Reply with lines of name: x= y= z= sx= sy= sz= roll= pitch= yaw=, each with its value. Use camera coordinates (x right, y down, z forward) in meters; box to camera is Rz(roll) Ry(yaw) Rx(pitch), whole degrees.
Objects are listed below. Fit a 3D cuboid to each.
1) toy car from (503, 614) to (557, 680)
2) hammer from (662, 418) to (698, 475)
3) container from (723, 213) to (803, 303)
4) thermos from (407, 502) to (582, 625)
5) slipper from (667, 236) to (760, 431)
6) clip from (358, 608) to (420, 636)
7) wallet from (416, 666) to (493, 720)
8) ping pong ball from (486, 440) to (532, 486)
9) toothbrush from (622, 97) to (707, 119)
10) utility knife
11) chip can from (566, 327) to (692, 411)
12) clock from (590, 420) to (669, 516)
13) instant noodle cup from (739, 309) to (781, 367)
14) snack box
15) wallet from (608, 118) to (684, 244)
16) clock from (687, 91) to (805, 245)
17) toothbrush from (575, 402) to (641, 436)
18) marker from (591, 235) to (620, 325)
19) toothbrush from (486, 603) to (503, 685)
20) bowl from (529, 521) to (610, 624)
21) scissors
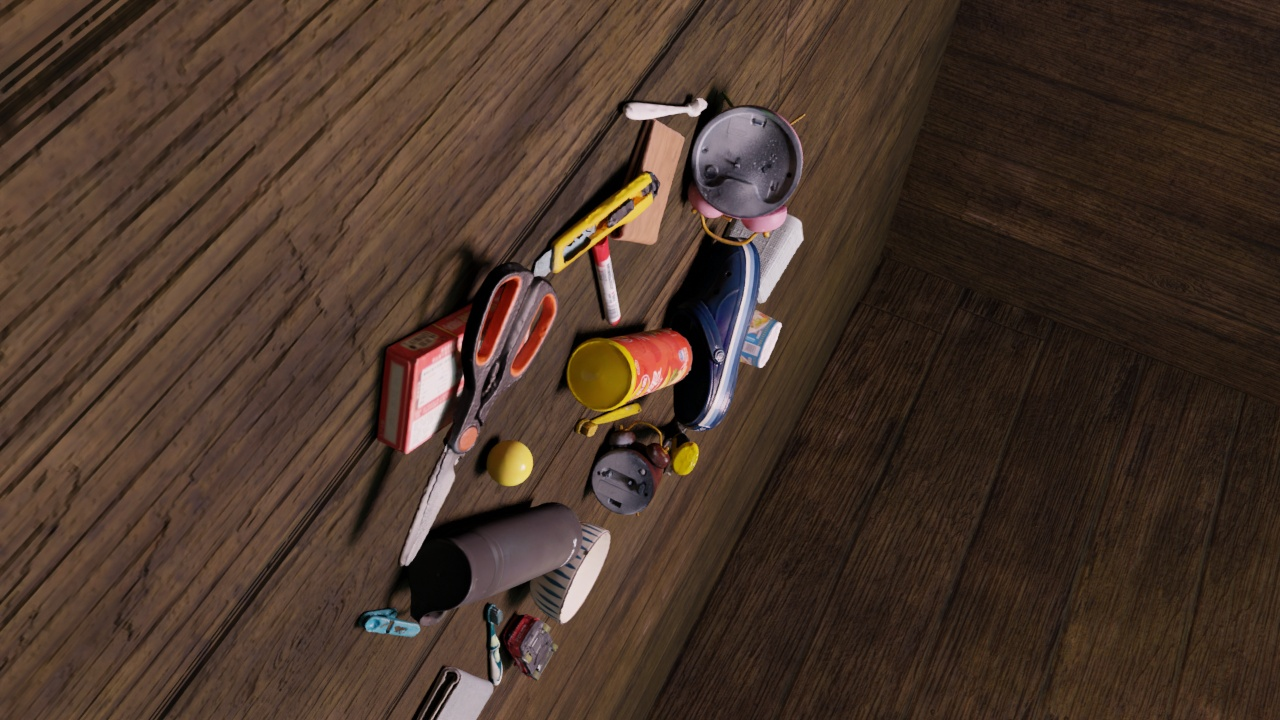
toy car: x=-0.133 y=0.342 z=1.101 sx=0.052 sy=0.045 sz=0.121 roll=-54 pitch=156 yaw=-29
hammer: x=0.055 y=0.118 z=1.275 sx=0.323 sy=0.032 sz=0.126 roll=-70 pitch=-175 yaw=-87
container: x=0.157 y=-0.149 z=1.259 sx=0.111 sy=0.090 sz=0.090 roll=-61 pitch=163 yaw=-5
thermos: x=-0.134 y=0.185 z=0.849 sx=0.090 sy=0.068 sz=0.242 roll=-52 pitch=164 yaw=9
slipper: x=0.077 y=-0.038 z=1.162 sx=0.095 sy=0.105 sz=0.252 roll=15 pitch=84 yaw=-33
clip: x=-0.202 y=0.207 z=0.727 sx=0.055 sy=0.034 sz=0.013 roll=34 pitch=79 yaw=-58
wallet: x=-0.199 y=0.379 z=0.958 sx=0.106 sy=0.037 sz=0.130 roll=-61 pitch=163 yaw=-19
ping pong ball: x=-0.115 y=0.090 z=0.803 sx=0.040 sy=0.040 sz=0.040 roll=-57 pitch=162 yaw=-30
toothbrush: x=0.025 y=-0.229 z=0.833 sx=0.016 sy=0.016 sz=0.179 roll=-32 pitch=180 yaw=28
utility knife: x=-0.034 y=-0.114 z=0.782 sx=0.176 sy=0.015 sz=0.033 roll=-44 pitch=140 yaw=-35
chip can: x=-0.006 y=0.006 z=0.981 sx=0.073 sy=0.073 sz=0.216 roll=-69 pitch=165 yaw=11
clock: x=-0.011 y=0.132 z=1.129 sx=0.122 sy=0.082 sz=0.055 roll=-70 pitch=168 yaw=18
instant noodle cup: x=0.134 y=-0.042 z=1.295 sx=0.099 sy=0.110 sz=0.099 roll=-55 pitch=161 yaw=-30
snack box: x=-0.128 y=0.001 z=0.659 sx=0.152 sy=0.025 sz=0.075 roll=-41 pitch=150 yaw=-57
wallet: x=0.008 y=-0.167 z=0.872 sx=0.101 sy=0.020 sz=0.115 roll=-15 pitch=125 yaw=-71
clock: x=0.112 y=-0.199 z=0.990 sx=0.059 sy=0.117 sz=0.159 roll=-59 pitch=166 yaw=-64
toothbrush: x=-0.033 y=0.069 z=1.082 sx=0.016 sy=0.016 sz=0.189 roll=-68 pitch=164 yaw=11
marker: x=-0.033 y=-0.075 z=0.876 sx=0.017 sy=0.017 sz=0.145 roll=-59 pitch=163 yaw=-22
toothbrush: x=-0.162 y=0.324 z=1.033 sx=0.016 sy=0.018 sz=0.192 roll=-52 pitch=159 yaw=-39
bowl: x=-0.089 y=0.234 z=1.048 sx=0.116 sy=0.066 sz=0.117 roll=-57 pitch=163 yaw=-28
scissors: x=-0.128 y=0.036 z=0.631 sx=0.234 sy=0.022 sz=0.139 roll=-57 pitch=154 yaw=-18
